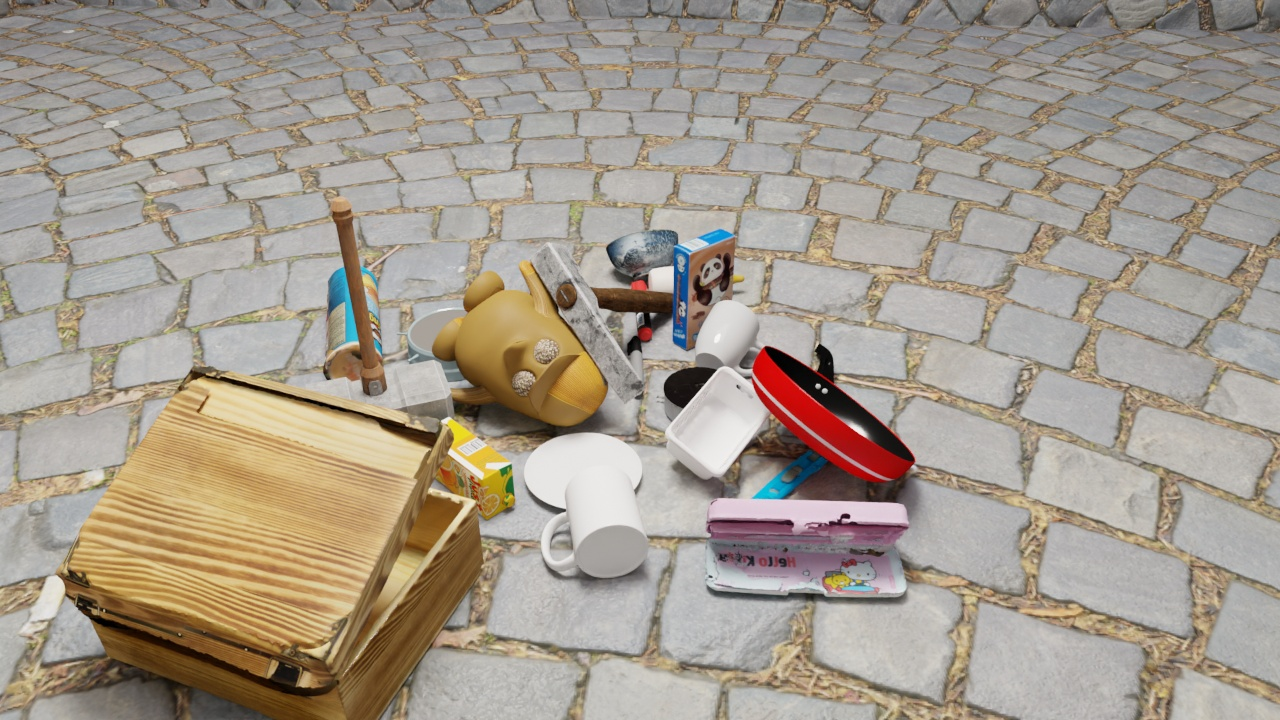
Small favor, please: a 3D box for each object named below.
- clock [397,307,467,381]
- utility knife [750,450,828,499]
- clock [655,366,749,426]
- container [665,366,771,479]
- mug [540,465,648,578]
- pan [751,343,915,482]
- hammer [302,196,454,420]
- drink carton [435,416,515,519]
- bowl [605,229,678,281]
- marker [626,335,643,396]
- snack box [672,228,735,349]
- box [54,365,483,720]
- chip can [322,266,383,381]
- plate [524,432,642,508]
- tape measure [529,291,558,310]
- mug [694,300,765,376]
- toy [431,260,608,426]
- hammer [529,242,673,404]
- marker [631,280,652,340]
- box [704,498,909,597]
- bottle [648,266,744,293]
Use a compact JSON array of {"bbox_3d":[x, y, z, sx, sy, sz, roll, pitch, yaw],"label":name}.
[{"bbox_3d":[-0.244,-0.027,1.255,0.159,0.045,0.122,-14,37,-19],"label":"clock"},{"bbox_3d":[0.160,0.142,1.035,0.031,0.015,0.173,22,41,36],"label":"utility knife"},{"bbox_3d":[0.087,0.047,1.157,0.122,0.035,0.094,-7,34,-12],"label":"clock"},{"bbox_3d":[0.087,0.078,1.063,0.081,0.050,0.129,39,57,7],"label":"container"},{"bbox_3d":[-0.053,0.173,0.946,0.110,0.074,0.090,-27,35,6],"label":"mug"},{"bbox_3d":[0.221,0.042,1.106,0.209,0.067,0.355,35,13,-3],"label":"pan"},{"bbox_3d":[-0.306,-0.033,1.016,0.162,0.318,0.083,-12,36,-18],"label":"hammer"},{"bbox_3d":[-0.191,0.120,1.022,0.122,0.058,0.041,29,43,35],"label":"drink carton"},{"bbox_3d":[0.007,-0.157,1.425,0.114,0.060,0.114,-10,-9,-2],"label":"bowl"},{"bbox_3d":[-0.007,0.007,1.235,0.022,0.016,0.138,-26,31,16],"label":"marker"},{"bbox_3d":[0.087,-0.098,1.267,0.087,0.151,0.034,-24,40,-32],"label":"snack box"},{"bbox_3d":[-0.330,0.167,0.823,0.279,0.216,0.256,13,38,16],"label":"box"},{"bbox_3d":[-0.394,-0.047,1.257,0.079,0.080,0.229,-8,34,-13],"label":"chip can"},{"bbox_3d":[-0.066,0.129,1.053,0.134,0.011,0.134,0,34,0],"label":"plate"},{"bbox_3d":[-0.137,-0.079,1.309,0.042,0.072,0.072,-9,41,-6],"label":"tape measure"},{"bbox_3d":[0.126,-0.015,1.232,0.107,0.071,0.089,34,54,-2],"label":"mug"},{"bbox_3d":[-0.136,0.001,1.121,0.203,0.199,0.162,35,5,12],"label":"toy"},{"bbox_3d":[-0.003,-0.050,1.220,0.217,0.037,0.300,57,23,14],"label":"hammer"},{"bbox_3d":[0.001,-0.074,1.348,0.023,0.021,0.144,5,33,-7],"label":"marker"},{"bbox_3d":[0.165,0.196,0.923,0.202,0.088,0.095,1,68,2],"label":"box"},{"bbox_3d":[0.086,-0.120,1.391,0.146,0.051,0.051,-4,34,-7],"label":"bottle"}]
